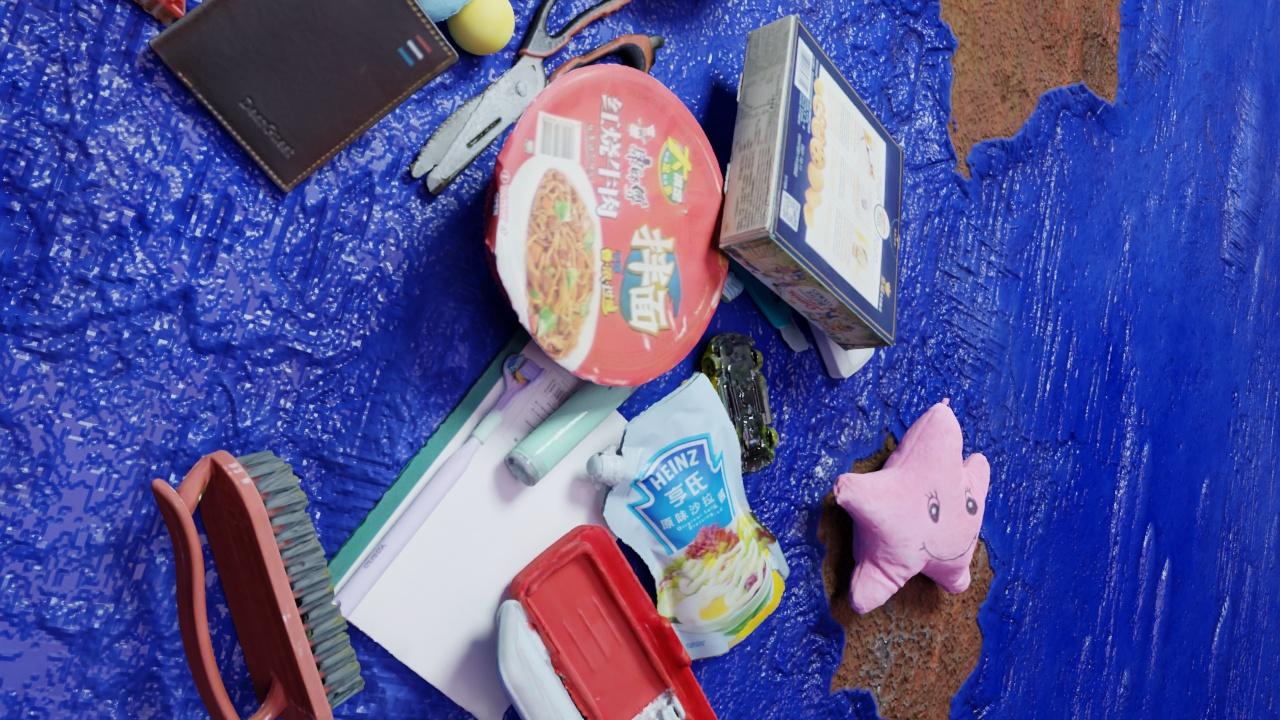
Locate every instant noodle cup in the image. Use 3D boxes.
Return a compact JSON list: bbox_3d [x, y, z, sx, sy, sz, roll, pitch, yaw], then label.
[{"bbox_3d":[-0.029,-0.082,0.574,0.193,0.066,0.194,-4,96,-45],"label":"instant noodle cup"}]

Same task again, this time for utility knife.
[{"bbox_3d":[0.082,-0.073,0.695,0.029,0.013,0.179,-49,116,-24],"label":"utility knife"}]

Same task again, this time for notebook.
[{"bbox_3d":[-0.082,0.100,0.576,0.150,0.012,0.208,47,63,-24],"label":"notebook"}]

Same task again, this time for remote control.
[{"bbox_3d":[0.153,-0.048,0.740,0.048,0.024,0.125,-37,110,-31],"label":"remote control"}]

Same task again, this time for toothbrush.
[{"bbox_3d":[-0.004,0.004,0.614,0.027,0.027,0.223,44,60,6],"label":"toothbrush"},{"bbox_3d":[-0.118,0.072,0.534,0.188,0.029,0.021,-55,153,-23],"label":"toothbrush"}]

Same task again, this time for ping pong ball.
[{"bbox_3d":[-0.096,-0.205,0.551,0.040,0.040,0.040,0,89,-36],"label":"ping pong ball"}]

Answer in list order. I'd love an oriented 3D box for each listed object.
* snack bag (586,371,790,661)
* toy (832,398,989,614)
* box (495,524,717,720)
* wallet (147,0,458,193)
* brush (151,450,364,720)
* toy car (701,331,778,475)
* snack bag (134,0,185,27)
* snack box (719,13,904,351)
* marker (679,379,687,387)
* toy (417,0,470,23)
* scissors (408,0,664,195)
[{"bbox_3d":[0.037,0.112,0.631,0.110,0.039,0.191,-30,115,-13],"label":"snack bag"},{"bbox_3d":[0.227,0.118,0.759,0.194,0.075,0.178,4,96,-36],"label":"toy"},{"bbox_3d":[-0.021,0.217,0.563,0.201,0.074,0.154,62,32,-16],"label":"box"},{"bbox_3d":[-0.172,-0.161,0.479,0.122,0.020,0.096,-37,114,1],"label":"wallet"},{"bbox_3d":[-0.196,0.117,0.462,0.069,0.063,0.146,-22,101,-48],"label":"brush"},{"bbox_3d":[0.069,0.032,0.674,0.048,0.032,0.105,-9,89,-35],"label":"toy car"},{"bbox_3d":[-0.228,-0.222,0.465,0.048,0.026,0.104,39,67,-41],"label":"snack bag"},{"bbox_3d":[0.133,-0.123,0.672,0.182,0.046,0.177,32,58,-43],"label":"snack box"},{"bbox_3d":[0.039,0.076,0.662,0.018,0.015,0.124,-3,94,-30],"label":"marker"},{"bbox_3d":[-0.132,-0.234,0.502,0.156,0.050,0.161,-11,108,-23],"label":"toy"},{"bbox_3d":[-0.059,-0.172,0.593,0.191,0.015,0.207,11,83,-36],"label":"scissors"}]
